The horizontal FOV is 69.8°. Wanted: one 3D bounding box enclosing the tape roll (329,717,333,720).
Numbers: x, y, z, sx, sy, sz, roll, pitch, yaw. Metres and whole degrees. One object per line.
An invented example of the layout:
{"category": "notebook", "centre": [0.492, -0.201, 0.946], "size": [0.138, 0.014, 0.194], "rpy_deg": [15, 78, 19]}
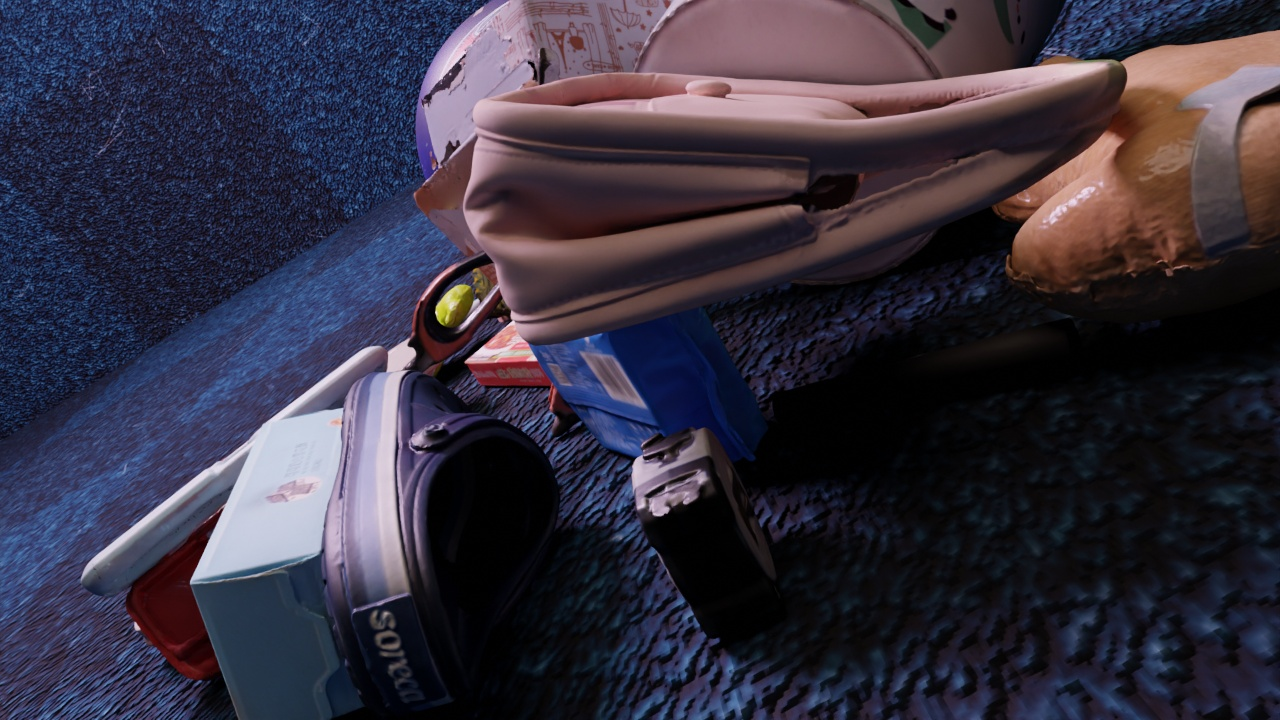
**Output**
{"category": "tape roll", "centre": [-0.151, 0.147, 0.463], "size": [0.086, 0.014, 0.085], "rpy_deg": [-28, 22, 12]}

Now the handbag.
{"category": "handbag", "centre": [0.064, -0.083, 0.369], "size": [0.234, 0.093, 0.192], "rpy_deg": [-5, 18, 19]}

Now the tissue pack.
{"category": "tissue pack", "centre": [-0.003, 0.003, 0.464], "size": [0.052, 0.095, 0.157], "rpy_deg": [-39, 20, -20]}

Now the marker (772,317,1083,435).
{"category": "marker", "centre": [0.116, 0.009, 0.387], "size": [0.132, 0.020, 0.022], "rpy_deg": [-17, 43, 36]}

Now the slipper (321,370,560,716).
{"category": "slipper", "centre": [-0.087, 0.063, 0.432], "size": [0.095, 0.105, 0.252], "rpy_deg": [-12, 15, -5]}

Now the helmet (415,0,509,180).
{"category": "helmet", "centre": [-0.062, -0.238, 0.871], "size": [0.315, 0.240, 0.247], "rpy_deg": [-33, 23, -4]}

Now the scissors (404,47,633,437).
{"category": "scissors", "centre": [-0.054, -0.062, 0.535], "size": [0.225, 0.189, 0.015], "rpy_deg": [-38, 18, -5]}

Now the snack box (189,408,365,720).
{"category": "snack box", "centre": [-0.156, 0.086, 0.429], "size": [0.051, 0.074, 0.175], "rpy_deg": [-12, 19, -10]}

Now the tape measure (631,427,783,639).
{"category": "tape measure", "centre": [0.024, 0.059, 0.341], "size": [0.033, 0.066, 0.066], "rpy_deg": [-24, 24, 8]}

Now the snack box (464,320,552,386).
{"category": "snack box", "centre": [-0.063, -0.013, 0.674], "size": [0.075, 0.025, 0.153], "rpy_deg": [-45, 24, -29]}

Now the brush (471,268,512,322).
{"category": "brush", "centre": [-0.080, -0.072, 0.785], "size": [0.146, 0.063, 0.072], "rpy_deg": [-8, 2, 45]}

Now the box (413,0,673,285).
{"category": "box", "centre": [-0.054, -0.128, 0.633], "size": [0.154, 0.185, 0.183], "rpy_deg": [-15, 0, -36]}

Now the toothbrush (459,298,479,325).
{"category": "toothbrush", "centre": [-0.215, -0.004, 0.880], "size": [0.191, 0.016, 0.018], "rpy_deg": [-40, 32, -18]}

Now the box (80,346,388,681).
{"category": "box", "centre": [-0.211, 0.080, 0.536], "size": [0.201, 0.095, 0.102], "rpy_deg": [-44, -15, -26]}

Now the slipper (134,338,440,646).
{"category": "slipper", "centre": [-0.232, 0.089, 0.644], "size": [0.273, 0.054, 0.114], "rpy_deg": [-50, 24, -24]}

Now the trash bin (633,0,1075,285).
{"category": "trash bin", "centre": [0.127, -0.194, 0.553], "size": [0.230, 0.229, 0.251], "rpy_deg": [-11, 35, 43]}

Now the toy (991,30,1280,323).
{"category": "toy", "centre": [0.218, -0.091, 0.381], "size": [0.144, 0.082, 0.225], "rpy_deg": [-13, 25, 22]}

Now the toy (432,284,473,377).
{"category": "toy", "centre": [-0.179, -0.017, 0.800], "size": [0.097, 0.031, 0.100], "rpy_deg": [-40, 25, 55]}
